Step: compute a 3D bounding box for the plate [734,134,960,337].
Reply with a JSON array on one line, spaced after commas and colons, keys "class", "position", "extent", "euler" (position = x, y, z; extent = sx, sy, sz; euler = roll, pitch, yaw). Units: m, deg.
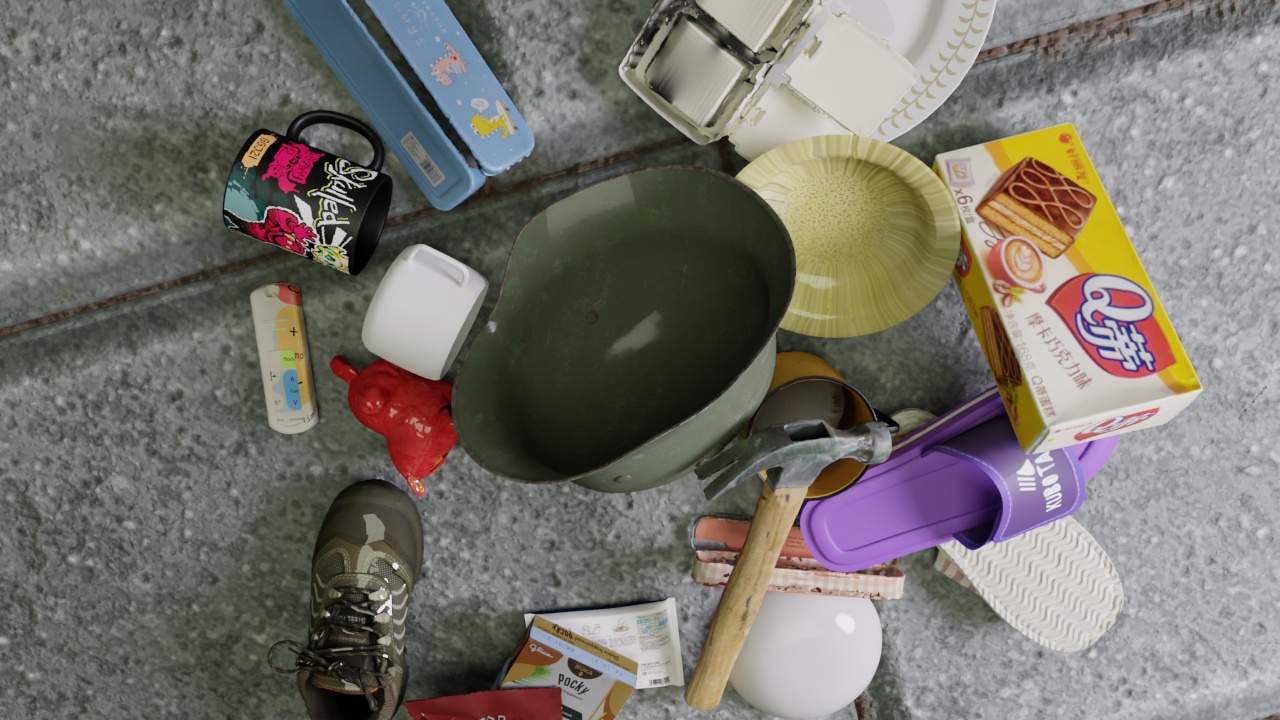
[{"class": "plate", "position": [0.150, -0.100, 0.713], "extent": [0.184, 0.036, 0.185], "euler": [8, 133, 8]}]

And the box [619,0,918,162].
[{"class": "box", "position": [0.091, -0.216, 0.677], "extent": [0.187, 0.057, 0.145], "euler": [39, 120, -2]}]

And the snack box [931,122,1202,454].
[{"class": "snack box", "position": [0.301, -0.056, 0.675], "extent": [0.110, 0.062, 0.230], "euler": [-13, 66, 2]}]

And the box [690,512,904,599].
[{"class": "box", "position": [0.137, 0.170, 0.793], "extent": [0.187, 0.057, 0.070], "euler": [5, 71, -4]}]

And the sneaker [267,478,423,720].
[{"class": "sneaker", "position": [-0.243, 0.225, 0.751], "extent": [0.101, 0.143, 0.238], "euler": [5, 103, -2]}]

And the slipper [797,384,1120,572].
[{"class": "slipper", "position": [0.254, 0.100, 0.710], "extent": [0.267, 0.084, 0.107], "euler": [-25, 106, 11]}]

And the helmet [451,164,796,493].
[{"class": "helmet", "position": [-0.004, 0.004, 0.685], "extent": [0.267, 0.227, 0.154], "euler": [-35, 143, -4]}]

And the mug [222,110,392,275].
[{"class": "mug", "position": [-0.246, -0.136, 0.705], "extent": [0.098, 0.082, 0.118], "euler": [20, 74, -6]}]

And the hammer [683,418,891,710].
[{"class": "hammer", "position": [0.083, 0.176, 0.726], "extent": [0.132, 0.033, 0.331], "euler": [-2, 130, -19]}]

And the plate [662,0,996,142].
[{"class": "plate", "position": [0.133, -0.272, 0.674], "extent": [0.243, 0.016, 0.243], "euler": [7, 118, 14]}]

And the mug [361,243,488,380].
[{"class": "mug", "position": [-0.164, -0.044, 0.707], "extent": [0.068, 0.094, 0.116], "euler": [26, 138, -6]}]

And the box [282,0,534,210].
[{"class": "box", "position": [-0.178, -0.225, 0.707], "extent": [0.085, 0.073, 0.209], "euler": [-43, 105, -33]}]

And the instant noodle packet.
[{"class": "instant noodle packet", "position": [-0.032, 0.260, 0.823], "extent": [0.134, 0.026, 0.087], "euler": [-6, 103, 1]}]

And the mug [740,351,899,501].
[{"class": "mug", "position": [0.141, 0.048, 0.742], "extent": [0.124, 0.094, 0.100], "euler": [-1, 105, -2]}]

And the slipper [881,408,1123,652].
[{"class": "slipper", "position": [0.296, 0.144, 0.791], "extent": [0.263, 0.052, 0.115], "euler": [42, 102, -3]}]

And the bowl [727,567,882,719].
[{"class": "bowl", "position": [0.146, 0.262, 0.819], "extent": [0.149, 0.043, 0.149], "euler": [0, 103, -1]}]

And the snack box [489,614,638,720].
[{"class": "snack box", "position": [-0.090, 0.321, 0.815], "extent": [0.101, 0.031, 0.186], "euler": [27, 113, -7]}]

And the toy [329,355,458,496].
[{"class": "toy", "position": [-0.206, 0.047, 0.749], "extent": [0.133, 0.088, 0.094], "euler": [29, 119, 5]}]

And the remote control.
[{"class": "remote control", "position": [-0.295, -0.001, 0.761], "extent": [0.038, 0.018, 0.126], "euler": [-4, 102, 0]}]

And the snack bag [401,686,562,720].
[{"class": "snack bag", "position": [-0.119, 0.378, 0.805], "extent": [0.139, 0.066, 0.208], "euler": [-5, 103, 13]}]
